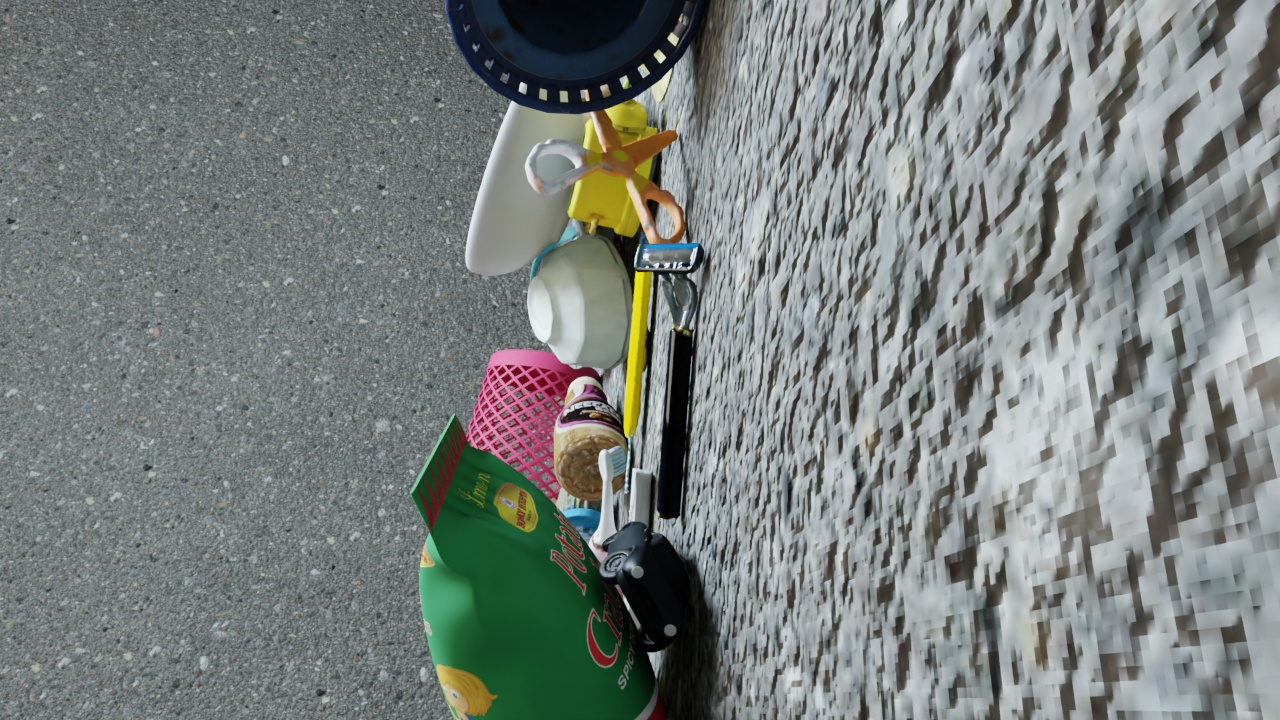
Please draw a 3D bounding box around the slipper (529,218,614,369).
[{"bbox_3d":[-0.069,-0.073,0.882,0.269,0.054,0.098,109,142,-54],"label":"slipper"}]

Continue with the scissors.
[{"bbox_3d":[-0.018,-0.114,0.529,0.011,0.128,0.125,-51,51,46],"label":"scissors"}]

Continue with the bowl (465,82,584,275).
[{"bbox_3d":[-0.084,-0.147,0.759,0.176,0.066,0.176,-163,92,-85],"label":"bowl"}]

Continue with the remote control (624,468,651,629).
[{"bbox_3d":[-0.003,0.136,0.597,0.033,0.012,0.131,164,109,-85],"label":"remote control"}]

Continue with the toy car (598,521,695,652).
[{"bbox_3d":[0.004,0.104,0.447,0.046,0.034,0.112,61,179,0],"label":"toy car"}]

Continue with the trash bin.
[{"bbox_3d":[-0.060,-0.278,0.557,0.140,0.139,0.249,101,158,-46],"label":"trash bin"}]

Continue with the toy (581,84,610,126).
[{"bbox_3d":[-0.062,-0.226,0.948,0.134,0.106,0.108,-109,34,-82],"label":"toy"}]

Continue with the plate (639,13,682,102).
[{"bbox_3d":[0.004,-0.281,0.653,0.184,0.036,0.184,-178,91,-83],"label":"plate"}]

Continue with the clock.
[{"bbox_3d":[-0.017,-0.150,0.681,0.083,0.057,0.119,-124,46,-78],"label":"clock"}]

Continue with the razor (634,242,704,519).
[{"bbox_3d":[0.018,0.011,0.478,0.043,0.022,0.144,7,100,43],"label":"razor"}]

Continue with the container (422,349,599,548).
[{"bbox_3d":[-0.126,0.113,1.025,0.183,0.183,0.225,119,161,-74],"label":"container"}]

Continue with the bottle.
[{"bbox_3d":[-0.043,0.057,0.775,0.166,0.059,0.060,-105,20,-70],"label":"bottle"}]

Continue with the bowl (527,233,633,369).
[{"bbox_3d":[-0.058,-0.047,0.775,0.117,0.061,0.117,32,126,57],"label":"bowl"}]

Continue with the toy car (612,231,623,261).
[{"bbox_3d":[-0.035,-0.129,0.883,0.042,0.036,0.091,111,150,-60],"label":"toy car"}]

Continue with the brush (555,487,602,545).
[{"bbox_3d":[-0.055,0.160,0.822,0.136,0.055,0.075,109,168,-64],"label":"brush"}]

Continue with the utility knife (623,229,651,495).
[{"bbox_3d":[-0.004,0.004,0.650,0.030,0.018,0.191,-102,20,-81],"label":"utility knife"}]

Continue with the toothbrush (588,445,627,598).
[{"bbox_3d":[-0.023,0.147,0.635,0.027,0.026,0.223,40,139,41],"label":"toothbrush"}]

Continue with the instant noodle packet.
[{"bbox_3d":[-0.042,0.153,0.452,0.253,0.090,0.195,65,176,-8],"label":"instant noodle packet"}]
